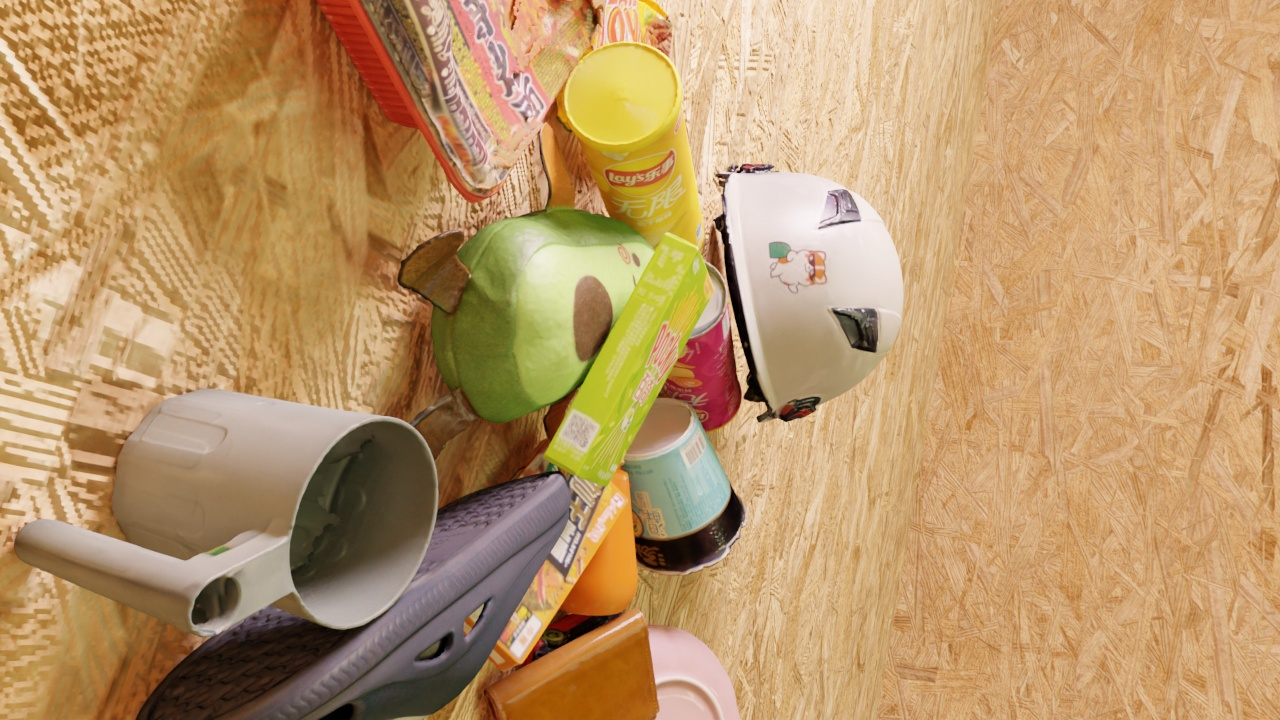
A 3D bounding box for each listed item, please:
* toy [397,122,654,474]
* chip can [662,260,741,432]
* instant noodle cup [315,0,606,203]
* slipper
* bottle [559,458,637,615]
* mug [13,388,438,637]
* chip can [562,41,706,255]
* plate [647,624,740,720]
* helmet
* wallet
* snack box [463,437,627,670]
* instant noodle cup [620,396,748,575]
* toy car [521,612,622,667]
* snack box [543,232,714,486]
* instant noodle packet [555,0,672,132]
[{"bbox_3d":[-0.060,-0.029,0.565,0.246,0.090,0.227,-33,133,-54],"label":"toy"},{"bbox_3d":[0.043,-0.007,0.760,0.211,0.071,0.071,69,36,-65],"label":"chip can"},{"bbox_3d":[-0.092,-0.195,0.457,0.188,0.079,0.165,-65,150,-31],"label":"instant noodle cup"},{"bbox_3d":[-0.110,0.134,0.459,0.267,0.111,0.083,-31,104,-60],"label":"slipper"},{"bbox_3d":[-0.034,0.115,0.701,0.066,0.067,0.149,11,80,-65],"label":"bottle"},{"bbox_3d":[-0.159,0.061,0.363,0.123,0.103,0.084,-25,119,-60],"label":"mug"},{"bbox_3d":[0.004,-0.127,0.634,0.213,0.072,0.072,61,41,-72],"label":"chip can"},{"bbox_3d":[0.014,0.321,0.765,0.192,0.039,0.192,4,83,-33],"label":"plate"},{"bbox_3d":[0.155,-0.065,0.820,0.274,0.157,0.230,39,42,-82],"label":"helmet"},{"bbox_3d":[-0.044,0.262,0.679,0.130,0.035,0.119,-21,116,-31],"label":"wallet"},{"bbox_3d":[-0.072,0.121,0.608,0.075,0.026,0.153,47,44,-9],"label":"snack box"},{"bbox_3d":[0.022,0.099,0.772,0.111,0.111,0.120,-56,135,-43],"label":"instant noodle cup"},{"bbox_3d":[-0.052,0.220,0.716,0.106,0.031,0.049,-13,114,-52],"label":"toy car"},{"bbox_3d":[-0.003,0.003,0.582,0.156,0.026,0.086,-61,165,-6],"label":"snack box"},{"bbox_3d":[-0.019,-0.212,0.651,0.128,0.044,0.111,-14,107,-63],"label":"instant noodle packet"}]
